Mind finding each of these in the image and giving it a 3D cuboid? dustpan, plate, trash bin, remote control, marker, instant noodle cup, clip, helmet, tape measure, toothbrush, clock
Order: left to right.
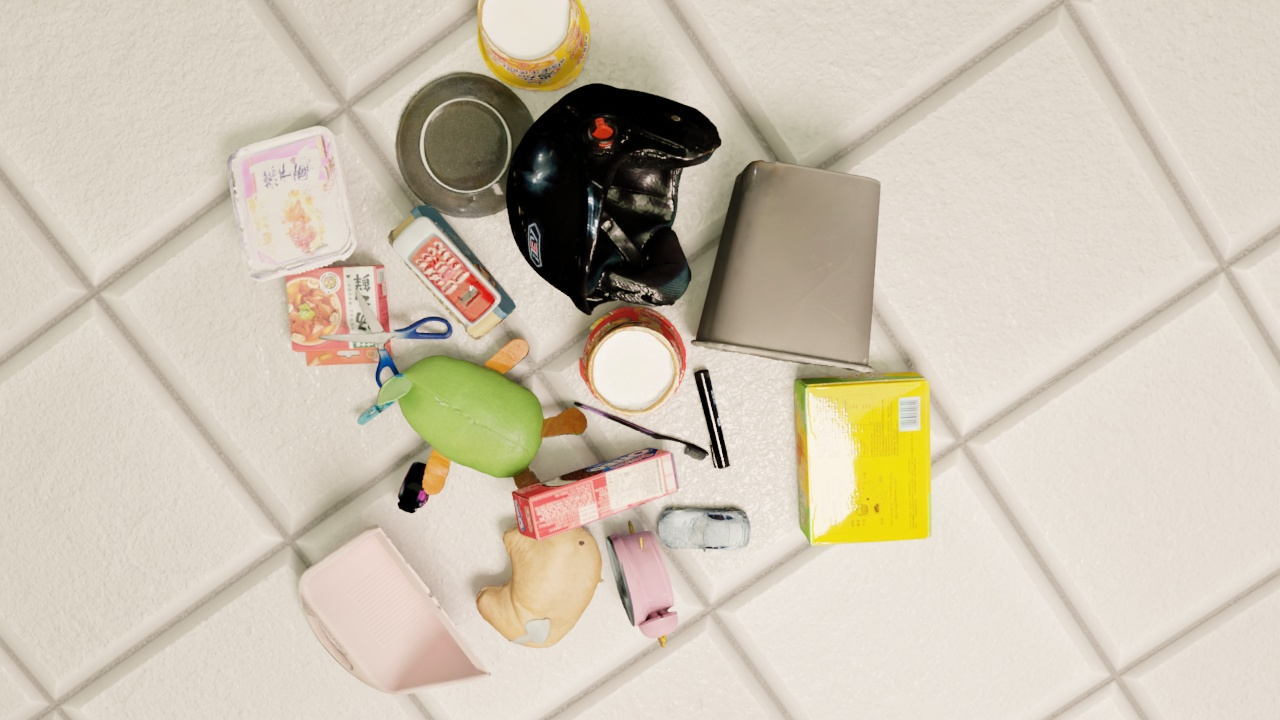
[{"bbox_3d":[-0.410,-0.180,1.102,0.138,0.060,0.173,-16,75,1],"label":"instant noodle cup"},{"bbox_3d":[-0.339,0.063,1.178,0.055,0.038,0.013,-35,98,-6],"label":"clip"},{"bbox_3d":[-0.323,0.328,1.127,0.138,0.274,0.222,-37,95,-21],"label":"dustpan"},{"bbox_3d":[-0.283,0.161,1.174,0.039,0.057,0.058,23,120,-5],"label":"tape measure"},{"bbox_3d":[-0.225,-0.103,1.067,0.056,0.020,0.136,-41,98,8],"label":"remote control"},{"bbox_3d":[-0.215,-0.264,1.131,0.179,0.024,0.179,0,98,-1],"label":"plate"},{"bbox_3d":[-0.128,-0.393,1.071,0.138,0.109,0.138,0,98,-2],"label":"instant noodle cup"},{"bbox_3d":[-0.041,-0.183,1.031,0.230,0.273,0.234,25,139,16],"label":"helmet"},{"bbox_3d":[-0.007,0.007,1.130,0.138,0.108,0.138,0,98,-1],"label":"instant noodle cup"},{"bbox_3d":[0.000,0.092,1.191,0.189,0.014,0.017,22,109,-4],"label":"toothbrush"},{"bbox_3d":[0.005,0.291,1.170,0.059,0.117,0.158,-15,96,-11],"label":"clock"},{"bbox_3d":[0.092,0.076,1.186,0.022,0.020,0.132,-13,99,1],"label":"marker"},{"bbox_3d":[0.177,-0.106,1.084,0.199,0.198,0.219,9,90,-4],"label":"trash bin"}]

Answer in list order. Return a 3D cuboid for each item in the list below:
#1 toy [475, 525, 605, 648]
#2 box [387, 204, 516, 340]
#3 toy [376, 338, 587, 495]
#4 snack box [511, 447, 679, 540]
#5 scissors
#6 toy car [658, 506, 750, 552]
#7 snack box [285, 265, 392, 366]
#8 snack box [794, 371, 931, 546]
[{"bbox_3d":[-0.115,0.261,1.180,0.143,0.082,0.226,22,95,-14],"label":"toy"},{"bbox_3d":[-0.233,-0.112,1.120,0.059,0.089,0.184,-36,101,8],"label":"box"},{"bbox_3d":[-0.198,0.074,1.146,0.247,0.090,0.226,31,82,-2],"label":"toy"},{"bbox_3d":[-0.052,0.162,1.131,0.207,0.057,0.058,-14,98,-31],"label":"snack box"},{"bbox_3d":[-0.308,-0.023,1.128,0.162,0.012,0.176,-20,134,-25],"label":"scissors"},{"bbox_3d":[0.084,0.221,1.199,0.120,0.036,0.054,2,98,2],"label":"toy car"},{"bbox_3d":[-0.376,-0.054,1.148,0.113,0.044,0.127,-3,98,0],"label":"snack box"},{"bbox_3d":[0.282,0.123,1.170,0.157,0.070,0.210,-4,98,0],"label":"snack box"}]
